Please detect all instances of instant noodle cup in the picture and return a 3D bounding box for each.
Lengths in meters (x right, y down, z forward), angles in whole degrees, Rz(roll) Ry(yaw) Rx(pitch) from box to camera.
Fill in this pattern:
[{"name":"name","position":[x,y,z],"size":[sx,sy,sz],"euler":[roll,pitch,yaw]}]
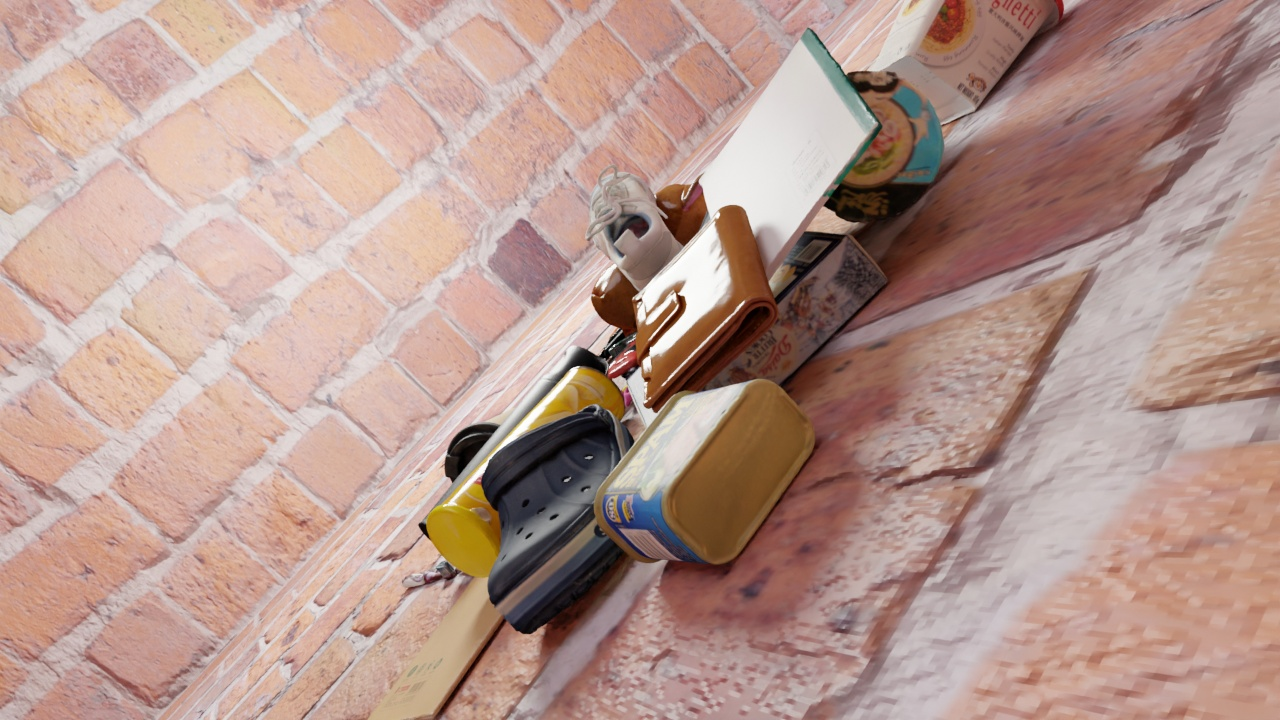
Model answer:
[{"name":"instant noodle cup","position":[0.171,-0.166,0.729],"size":[0.111,0.111,0.120],"euler":[-43,2,11]},{"name":"instant noodle cup","position":[0.265,-0.273,0.768],"size":[0.124,0.116,0.117],"euler":[-59,11,-6]}]

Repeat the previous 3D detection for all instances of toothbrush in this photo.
[{"name":"toothbrush","position":[-0.233,0.232,0.991],"size":[0.016,0.017,0.188],"euler":[-50,12,-31]},{"name":"toothbrush","position":[-0.005,0.005,0.881],"size":[0.014,0.018,0.189],"euler":[-55,6,-8]}]

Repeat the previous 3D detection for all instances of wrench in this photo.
[{"name":"wrench","position":[-0.009,-0.010,0.889],"size":[0.056,0.016,0.273],"euler":[-33,5,4]}]

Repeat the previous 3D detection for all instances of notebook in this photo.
[{"name":"notebook","position":[-0.131,0.200,0.729],"size":[0.148,0.008,0.207],"euler":[-34,14,48]},{"name":"notebook","position":[0.097,-0.143,0.652],"size":[0.151,0.012,0.208],"euler":[-54,22,28]}]

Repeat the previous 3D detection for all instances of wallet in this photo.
[{"name":"wallet","position":[0.038,-0.036,0.597],"size":[0.108,0.031,0.131],"euler":[-44,25,24]}]

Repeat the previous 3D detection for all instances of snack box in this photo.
[{"name":"snack box","position":[0.073,-0.018,0.672],"size":[0.182,0.046,0.178],"euler":[-45,11,3]}]

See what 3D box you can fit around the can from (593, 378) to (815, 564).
[{"name":"can","position":[0.034,0.059,0.490],"size":[0.101,0.057,0.083],"euler":[-50,13,-23]}]

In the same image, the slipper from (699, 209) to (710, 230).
[{"name":"slipper","position":[0.090,-0.099,0.825],"size":[0.110,0.083,0.269],"euler":[-79,12,-66]}]

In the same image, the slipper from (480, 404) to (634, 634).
[{"name":"slipper","position":[-0.057,0.084,0.646],"size":[0.105,0.095,0.252],"euler":[-46,10,15]}]

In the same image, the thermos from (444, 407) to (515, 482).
[{"name":"thermos","position":[-0.154,0.099,1.021],"size":[0.093,0.093,0.143],"euler":[-42,3,16]}]

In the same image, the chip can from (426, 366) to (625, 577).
[{"name":"chip can","position":[-0.093,0.090,0.798],"size":[0.072,0.072,0.212],"euler":[-36,9,43]}]

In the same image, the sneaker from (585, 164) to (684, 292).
[{"name":"sneaker","position":[-0.024,-0.150,0.977],"size":[0.089,0.090,0.242],"euler":[-46,35,12]}]

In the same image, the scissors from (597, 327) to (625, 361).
[{"name":"scissors","position":[-0.033,-0.018,1.195],"size":[0.221,0.021,0.231],"euler":[-45,8,32]}]

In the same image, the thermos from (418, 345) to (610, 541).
[{"name":"thermos","position":[-0.113,0.088,0.911],"size":[0.090,0.068,0.241],"euler":[-8,40,57]}]

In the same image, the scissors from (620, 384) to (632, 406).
[{"name":"scissors","position":[-0.008,0.026,0.923],"size":[0.135,0.017,0.133],"euler":[-43,5,21]}]

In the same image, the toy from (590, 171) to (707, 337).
[{"name":"toy","position":[0.031,-0.118,1.060],"size":[0.199,0.130,0.140],"euler":[-68,15,-5]}]
